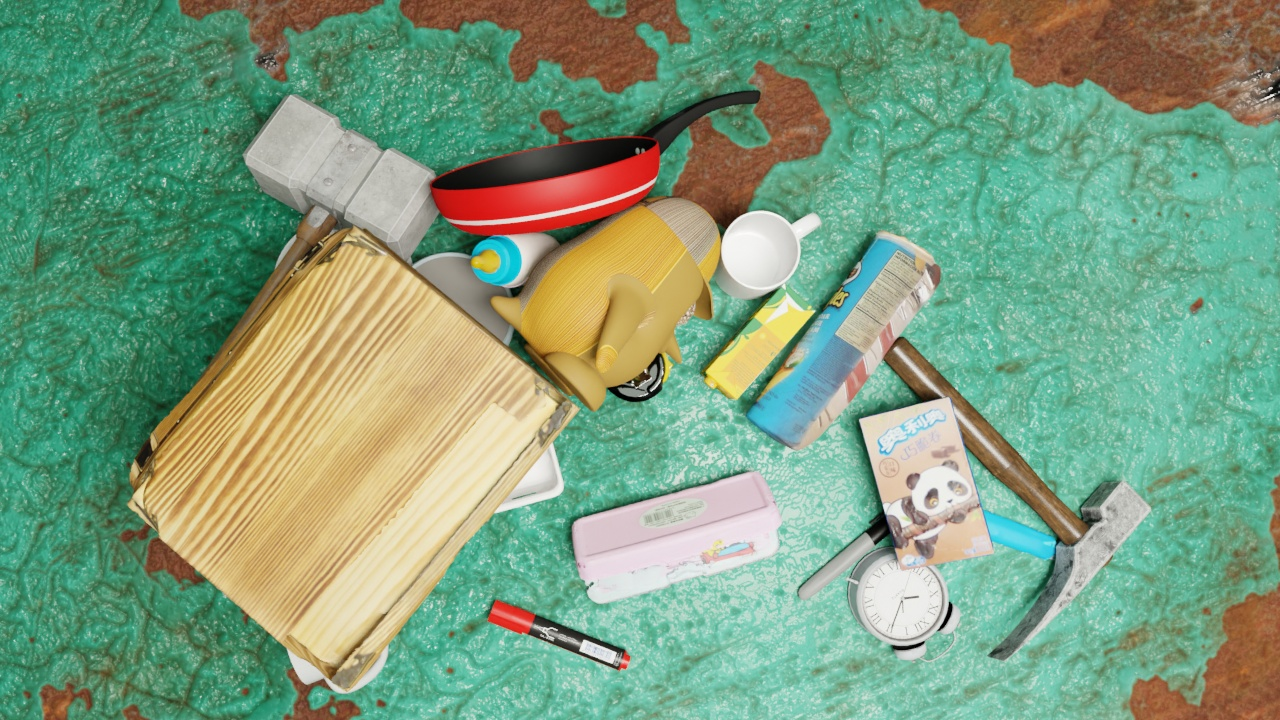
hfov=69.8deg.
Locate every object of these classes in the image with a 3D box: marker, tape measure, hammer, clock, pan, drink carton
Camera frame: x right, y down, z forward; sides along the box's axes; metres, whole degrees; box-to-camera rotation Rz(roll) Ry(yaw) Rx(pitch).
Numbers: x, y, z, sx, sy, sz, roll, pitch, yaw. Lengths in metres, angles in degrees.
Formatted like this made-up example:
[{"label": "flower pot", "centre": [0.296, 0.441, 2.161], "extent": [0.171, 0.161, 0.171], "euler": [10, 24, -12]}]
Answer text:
[{"label": "marker", "centre": [0.212, 0.193, 0.926], "extent": [0.138, 0.016, 0.022], "euler": [-38, 58, -2]}, {"label": "tape measure", "centre": [-0.005, 0.005, 0.912], "extent": [0.071, 0.042, 0.072], "euler": [-36, 90, -5]}, {"label": "hammer", "centre": [0.327, 0.118, 0.909], "extent": [0.217, 0.037, 0.300], "euler": [-43, 87, -11]}, {"label": "marker", "centre": [-0.080, 0.274, 0.909], "extent": [0.145, 0.023, 0.021], "euler": [22, 125, -1]}, {"label": "clock", "centre": [0.264, 0.244, 0.914], "extent": [0.094, 0.035, 0.122], "euler": [-38, 88, -2]}, {"label": "hammer", "centre": [-0.337, -0.073, 0.851], "extent": [0.163, 0.083, 0.317], "euler": [29, 75, -1]}, {"label": "pan", "centre": [-0.024, -0.191, 0.870], "extent": [0.355, 0.209, 0.067], "euler": [-21, 114, -26]}, {"label": "clock", "centre": [-0.192, -0.036, 0.887], "extent": [0.159, 0.045, 0.122], "euler": [-36, 90, -20]}, {"label": "drink carton", "centre": [0.112, -0.015, 0.906], "extent": [0.041, 0.058, 0.122], "euler": [42, 87, 0]}]

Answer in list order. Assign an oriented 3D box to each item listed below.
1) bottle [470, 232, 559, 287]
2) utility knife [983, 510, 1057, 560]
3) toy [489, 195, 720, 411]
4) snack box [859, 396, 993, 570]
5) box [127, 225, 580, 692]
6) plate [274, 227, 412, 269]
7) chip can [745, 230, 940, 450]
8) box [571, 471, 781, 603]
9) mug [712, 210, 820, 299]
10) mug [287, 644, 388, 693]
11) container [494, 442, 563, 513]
[{"label": "bottle", "centre": [-0.120, -0.094, 0.858], "extent": [0.051, 0.146, 0.051], "euler": [3, 99, 18]}, {"label": "utility knife", "centre": [0.361, 0.173, 0.929], "extent": [0.173, 0.015, 0.031], "euler": [21, 90, -2]}, {"label": "toy", "centre": [-0.011, -0.061, 0.841], "extent": [0.203, 0.199, 0.162], "euler": [-43, 112, -10]}, {"label": "snack box", "centre": [0.272, 0.117, 0.876], "extent": [0.087, 0.034, 0.151], "euler": [-16, 82, 19]}, {"label": "box", "centre": [-0.232, 0.061, 0.737], "extent": [0.257, 0.215, 0.279], "euler": [41, 89, -17]}, {"label": "plate", "centre": [-0.292, -0.079, 0.910], "extent": [0.134, 0.011, 0.134], "euler": [2, 75, -6]}, {"label": "chip can", "centre": [0.200, -0.014, 0.903], "extent": [0.080, 0.080, 0.229], "euler": [37, 88, 0]}, {"label": "box", "centre": [0.038, 0.183, 0.903], "extent": [0.202, 0.088, 0.095], "euler": [-15, 122, -2]}, {"label": "mug", "centre": [0.126, -0.110, 0.894], "extent": [0.110, 0.090, 0.074], "euler": [-31, 89, -3]}, {"label": "mug", "centre": [-0.282, 0.275, 0.889], "extent": [0.089, 0.071, 0.107], "euler": [-20, 117, -11]}, {"label": "container", "centre": [-0.128, 0.077, 0.901], "extent": [0.081, 0.049, 0.129], "euler": [-15, 89, -2]}]
